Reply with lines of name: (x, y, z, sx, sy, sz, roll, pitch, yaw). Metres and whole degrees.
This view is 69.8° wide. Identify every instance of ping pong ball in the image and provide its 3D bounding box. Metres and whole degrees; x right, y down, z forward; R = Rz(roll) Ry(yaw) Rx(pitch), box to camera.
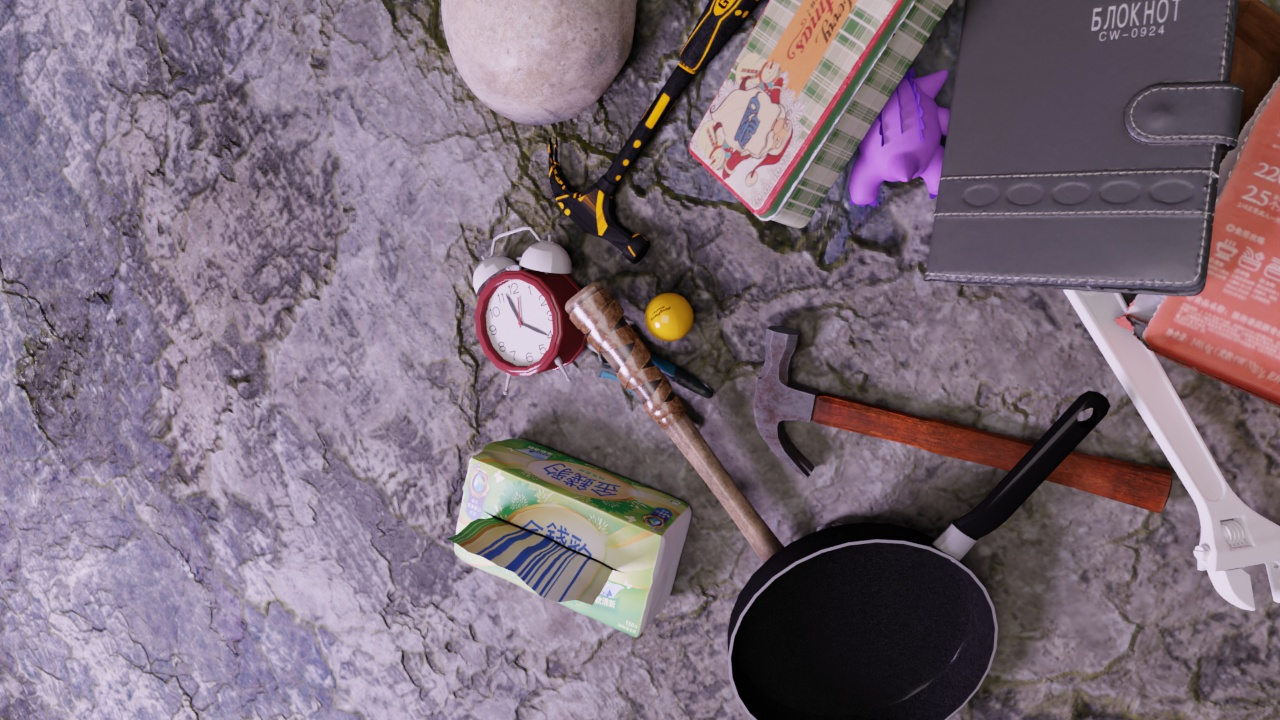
ping pong ball: (0.024, -0.036, 0.754, 0.040, 0.040, 0.040, 5, 104, 22)

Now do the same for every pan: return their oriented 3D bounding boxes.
pan: (0.209, 0.155, 0.683, 0.204, 0.044, 0.356, 31, 109, -15)

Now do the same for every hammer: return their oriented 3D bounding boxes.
hammer: (0.232, 0.060, 0.694, 0.301, 0.028, 0.111, 14, 106, 20)
hammer: (0.035, -0.230, 0.709, 0.123, 0.036, 0.321, 43, 117, 11)
hammer: (0.044, 0.073, 0.753, 0.122, 0.048, 0.319, -35, 92, 29)

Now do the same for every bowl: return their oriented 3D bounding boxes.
bowl: (-0.096, -0.277, 0.715, 0.179, 0.081, 0.178, 7, 103, 30)

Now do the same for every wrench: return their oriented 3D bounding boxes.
wrench: (0.364, 0.046, 0.627, 0.066, 0.018, 0.273, -28, 86, -8)

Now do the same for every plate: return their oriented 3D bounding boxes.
plate: (0.356, -0.164, 0.588, 0.131, 0.025, 0.131, 5, 104, 22)

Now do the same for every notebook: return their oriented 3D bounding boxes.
notebook: (0.276, -0.147, 0.576, 0.170, 0.029, 0.209, 6, 87, 34)

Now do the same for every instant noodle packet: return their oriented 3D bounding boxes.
instant noodle packet: (0.422, -0.078, 0.543, 0.164, 0.083, 0.221, 25, 109, 8)

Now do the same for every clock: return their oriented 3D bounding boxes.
clock: (-0.097, -0.045, 0.793, 0.096, 0.048, 0.137, -12, 92, 29)

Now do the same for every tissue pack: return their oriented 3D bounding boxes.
tissue pack: (-0.074, 0.157, 0.785, 0.198, 0.141, 0.120, 13, 107, 20)

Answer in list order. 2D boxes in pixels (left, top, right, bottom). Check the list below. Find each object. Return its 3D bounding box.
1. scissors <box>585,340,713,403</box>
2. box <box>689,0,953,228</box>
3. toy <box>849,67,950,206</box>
scissors: (-0.004, 0.013, 0.789, 0.126, 0.019, 0.144, -16, 94, 26)
box: (0.121, -0.205, 0.642, 0.206, 0.050, 0.117, -57, 48, 24)
toy: (0.183, -0.160, 0.647, 0.106, 0.056, 0.088, -5, 88, 13)
